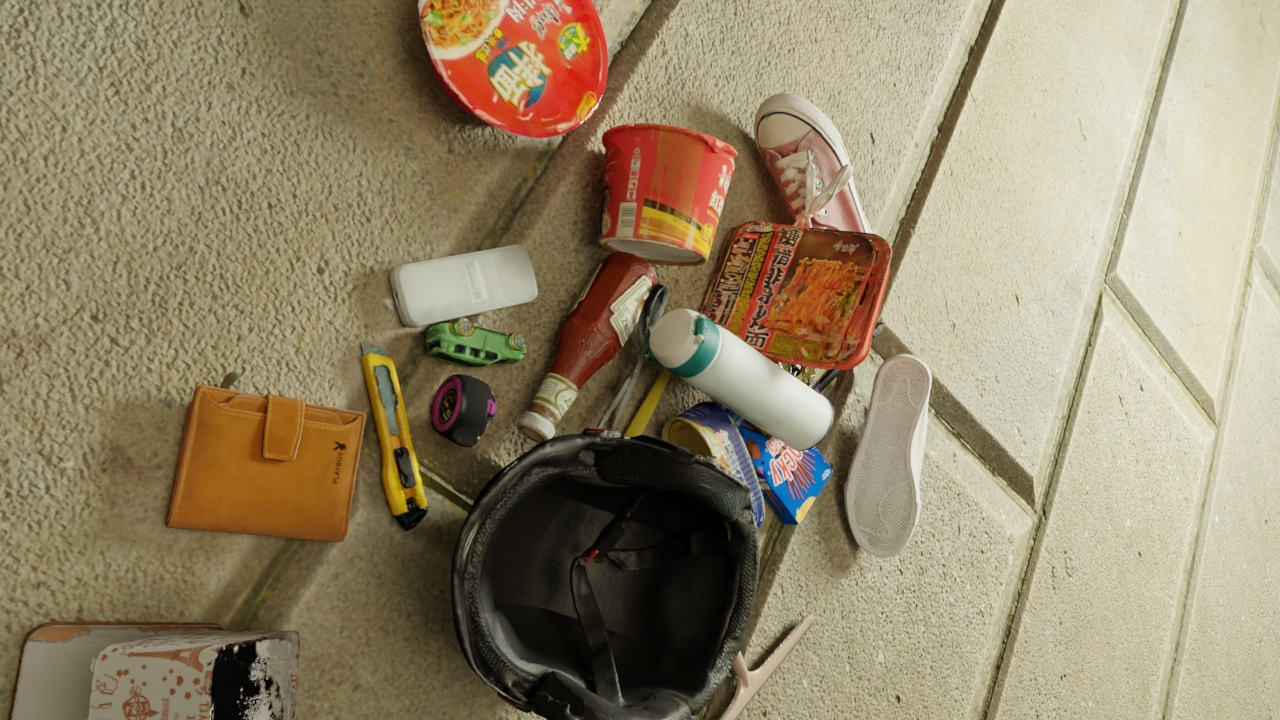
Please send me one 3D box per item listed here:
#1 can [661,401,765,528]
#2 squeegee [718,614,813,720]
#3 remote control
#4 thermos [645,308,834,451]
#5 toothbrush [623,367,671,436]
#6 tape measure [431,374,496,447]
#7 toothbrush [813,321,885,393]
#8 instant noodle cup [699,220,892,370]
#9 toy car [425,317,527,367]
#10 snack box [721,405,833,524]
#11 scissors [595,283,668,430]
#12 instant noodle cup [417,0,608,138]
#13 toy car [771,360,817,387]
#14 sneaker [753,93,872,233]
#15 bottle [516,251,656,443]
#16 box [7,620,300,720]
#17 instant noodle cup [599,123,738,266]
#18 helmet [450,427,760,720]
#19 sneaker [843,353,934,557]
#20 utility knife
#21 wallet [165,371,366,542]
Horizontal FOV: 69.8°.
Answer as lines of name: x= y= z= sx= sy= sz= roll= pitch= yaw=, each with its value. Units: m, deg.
can: x=0.074 y=0.117 z=0.933 sx=0.049 sy=0.075 sz=0.148 roll=-27 pitch=100 yaw=-39
squeegee: x=0.064 y=0.259 z=0.928 sx=0.247 sy=0.040 sz=0.249 roll=-40 pitch=106 yaw=-32
remote control: x=-0.156 y=-0.068 z=0.824 sx=0.135 sy=0.020 sz=0.056 roll=-17 pitch=92 yaw=-36
thermos: x=0.101 y=0.020 z=0.922 sx=0.224 sy=0.073 sz=0.073 roll=31 pitch=66 yaw=-35
toothbrush: x=0.015 y=0.035 z=0.935 sx=0.016 sy=0.017 sz=0.189 roll=26 pitch=67 yaw=8
tape measure: x=-0.151 y=0.042 z=0.789 sx=0.039 sy=0.057 sz=0.058 roll=20 pitch=87 yaw=-38
toothbrush: x=0.245 y=0.005 z=1.108 sx=0.188 sy=0.017 sz=0.014 roll=-41 pitch=107 yaw=-31
instant noodle cup: x=0.169 y=-0.063 z=0.985 sx=0.164 sy=0.189 sz=0.079 roll=-68 pitch=151 yaw=-20
toy car: x=-0.145 y=-0.013 z=0.811 sx=0.091 sy=0.043 sz=0.036 roll=10 pitch=75 yaw=-33
snack box: x=0.147 y=0.098 z=1.016 sx=0.157 sy=0.026 sz=0.084 roll=53 pitch=57 yaw=-18
scissors: x=-0.001 y=0.005 z=0.903 sx=0.174 sy=0.014 sz=0.160 roll=-38 pitch=142 yaw=-54
instant noodle cup: x=-0.125 y=-0.292 z=0.850 sx=0.193 sy=0.066 sz=0.193 roll=5 pitch=82 yaw=-36
toy car: x=0.184 y=-0.034 z=1.055 sx=0.070 sy=0.042 sz=0.157 roll=36 pitch=62 yaw=-27
sneaker: x=0.198 y=-0.186 z=1.049 sx=0.241 sy=0.118 sz=0.087 roll=60 pitch=35 yaw=-20
bottle: x=-0.052 y=-0.013 z=0.867 sx=0.060 sy=0.060 sz=0.205 roll=42 pitch=61 yaw=-24
box: x=-0.336 y=0.264 z=0.601 sx=0.181 sy=0.153 sz=0.182 roll=0 pitch=78 yaw=1
instant noodle cup: x=0.019 y=-0.157 z=0.902 sx=0.137 sy=0.138 sz=0.108 roll=14 pitch=84 yaw=-34
helmet: x=-0.036 y=0.175 z=0.750 sx=0.274 sy=0.231 sz=0.233 roll=22 pitch=77 yaw=-23
sneaker: x=0.296 y=0.111 z=1.097 sx=0.090 sy=0.089 sz=0.242 roll=-11 pitch=109 yaw=-76
utility knife: x=-0.208 y=0.062 z=0.770 sx=0.033 sy=0.015 sz=0.164 roll=-14 pitch=92 yaw=-39
wallet: x=-0.284 y=0.075 z=0.707 sx=0.130 sy=0.035 sz=0.119 roll=13 pitch=82 yaw=-34
